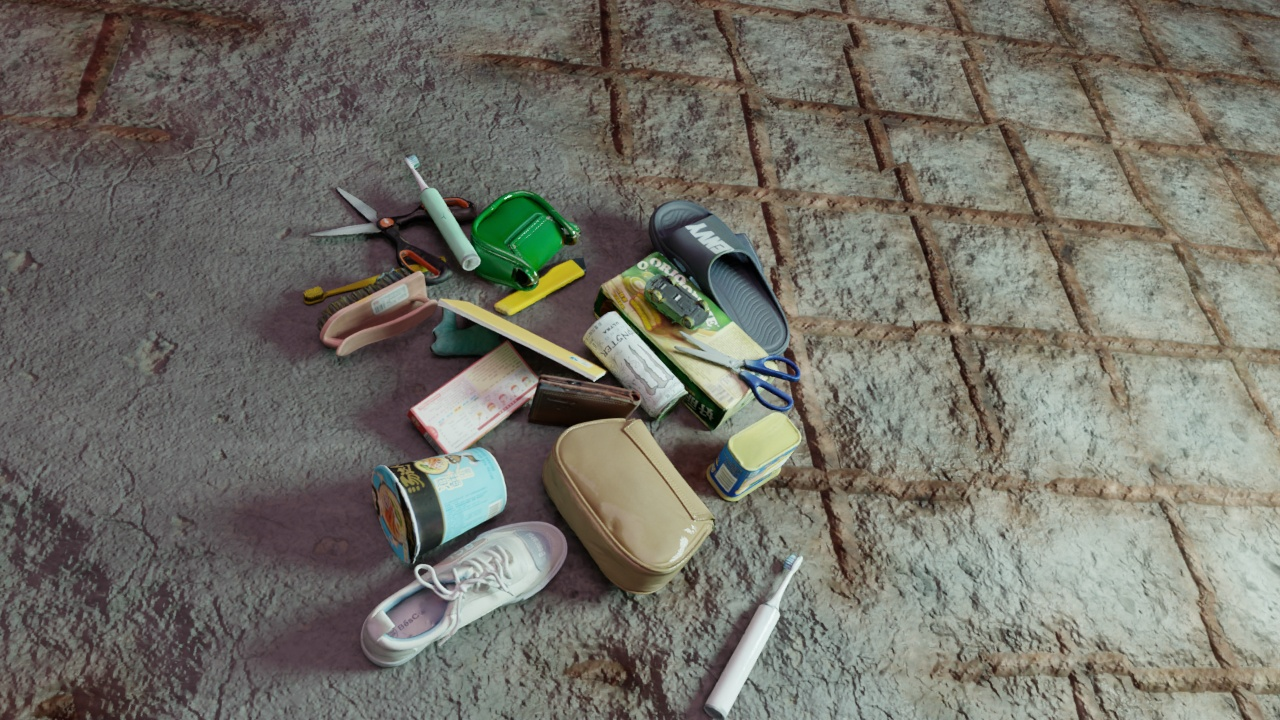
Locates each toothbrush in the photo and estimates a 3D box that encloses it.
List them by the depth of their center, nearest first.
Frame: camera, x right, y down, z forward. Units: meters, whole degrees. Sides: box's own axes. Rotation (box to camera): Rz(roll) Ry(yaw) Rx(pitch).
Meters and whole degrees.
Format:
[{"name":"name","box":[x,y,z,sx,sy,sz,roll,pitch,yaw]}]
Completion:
[{"name":"toothbrush","box":[0.134,0.306,1.039,0.026,0.027,0.220,19,51,26]},{"name":"toothbrush","box":[-0.343,-0.107,1.193,0.189,0.017,0.015,-20,64,-26]},{"name":"toothbrush","box":[-0.273,-0.203,1.236,0.027,0.026,0.224,-30,61,-9]}]

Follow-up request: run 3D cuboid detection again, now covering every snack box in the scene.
[{"name":"snack box","box":[-0.197,0.048,1.110,0.155,0.027,0.077,-39,89,-32]},{"name":"snack box","box":[0.058,-0.029,1.222,0.240,0.063,0.114,44,57,15]}]

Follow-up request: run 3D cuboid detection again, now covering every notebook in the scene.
[{"name":"notebook","box":[-0.139,-0.027,1.134,0.206,0.146,0.010,26,93,2]}]

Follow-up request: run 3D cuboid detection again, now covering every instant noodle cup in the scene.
[{"name":"instant noodle cup","box":[-0.217,0.148,1.008,0.120,0.111,0.111,-19,63,-34]}]

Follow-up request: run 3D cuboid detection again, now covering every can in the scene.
[{"name":"can","box":[0.140,0.117,1.132,0.101,0.083,0.057,-27,67,-29]},{"name":"can","box":[-0.007,0.007,1.176,0.058,0.058,0.146,-35,76,-31]}]

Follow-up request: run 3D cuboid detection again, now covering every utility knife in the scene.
[{"name":"utility knife","box":[-0.133,-0.101,1.247,0.153,0.015,0.033,-33,64,-30]}]

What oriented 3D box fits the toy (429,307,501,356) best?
[{"name":"toy","box":[-0.222,-0.031,1.165,0.091,0.030,0.096,-2,66,-19]}]

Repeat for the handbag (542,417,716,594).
[{"name":"handbag","box":[-0.016,0.163,1.055,0.147,0.100,0.204,-22,65,-35]}]

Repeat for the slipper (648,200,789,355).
[{"name":"slipper","box":[0.122,-0.122,1.260,0.110,0.083,0.268,-34,84,-24]}]

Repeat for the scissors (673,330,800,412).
[{"name":"scissors","box":[0.124,0.015,1.165,0.171,0.012,0.140,-3,59,-18]}]

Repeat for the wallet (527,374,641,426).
[{"name":"wallet","box":[-0.070,0.054,1.106,0.124,0.101,0.032,9,64,-10]}]

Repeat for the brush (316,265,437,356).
[{"name":"brush","box":[-0.327,-0.056,1.134,0.145,0.063,0.073,-32,60,-30]}]

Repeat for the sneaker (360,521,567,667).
[{"name":"sneaker","box":[-0.181,0.230,0.965,0.241,0.091,0.089,-27,68,-29]}]

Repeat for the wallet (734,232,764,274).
[{"name":"wallet","box":[0.114,-0.144,1.334,0.115,0.033,0.090,-9,57,-19]}]

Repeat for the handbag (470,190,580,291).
[{"name":"handbag","box":[-0.159,-0.162,1.240,0.120,0.068,0.131,26,52,15]}]

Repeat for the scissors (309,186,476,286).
[{"name":"scissors","box":[-0.321,-0.180,1.236,0.220,0.022,0.234,-28,61,-33]}]

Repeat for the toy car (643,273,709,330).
[{"name":"toy car","box":[0.046,-0.073,1.184,0.091,0.036,0.043,37,55,12]}]
